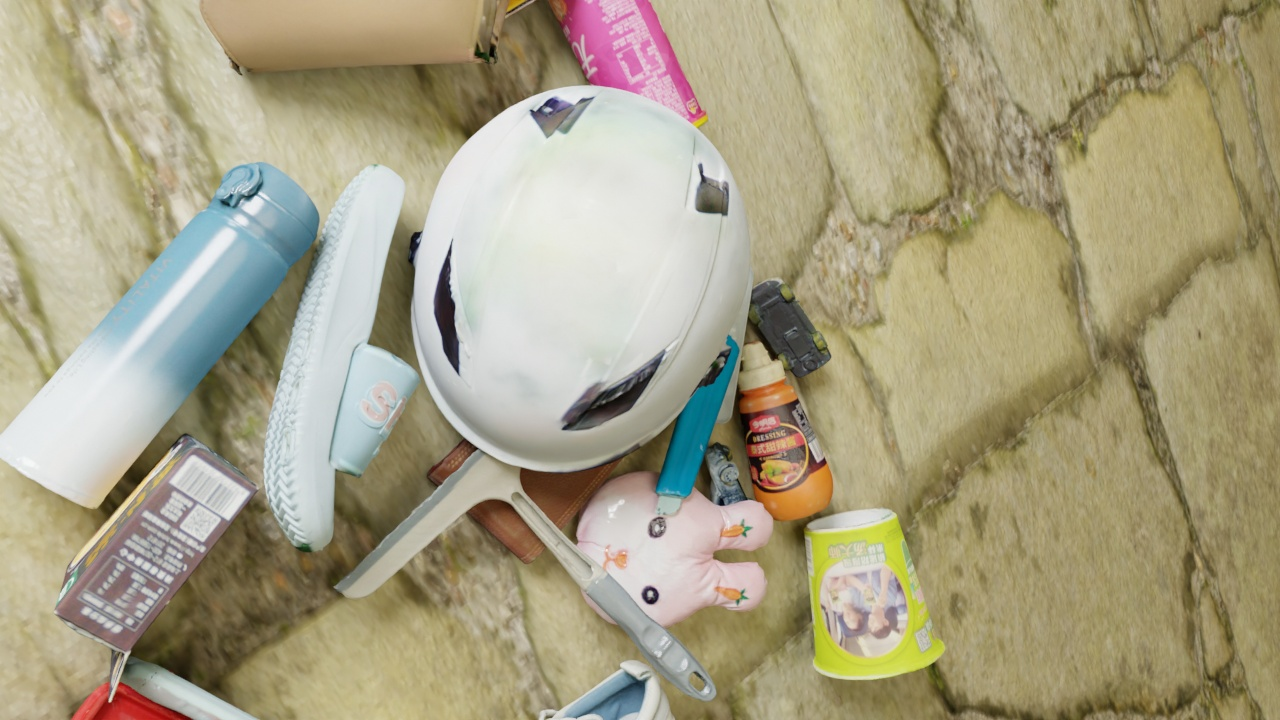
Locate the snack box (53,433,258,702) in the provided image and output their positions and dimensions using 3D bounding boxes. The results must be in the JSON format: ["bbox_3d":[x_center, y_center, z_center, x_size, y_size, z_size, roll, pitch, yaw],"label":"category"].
[{"bbox_3d":[-0.275,0.107,0.515,0.053,0.113,0.125,43,70,-22],"label":"snack box"}]

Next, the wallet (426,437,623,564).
[{"bbox_3d":[-0.080,0.072,0.674,0.101,0.032,0.124,49,68,-18],"label":"wallet"}]

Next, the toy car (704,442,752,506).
[{"bbox_3d":[0.074,0.110,0.754,0.034,0.043,0.090,-22,109,7],"label":"toy car"}]

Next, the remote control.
[{"bbox_3d":[0.057,-0.017,0.750,0.056,0.020,0.136,10,86,-16],"label":"remote control"}]

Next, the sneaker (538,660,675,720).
[{"bbox_3d":[-0.074,0.296,0.641,0.241,0.090,0.091,-26,118,-30],"label":"sneaker"}]

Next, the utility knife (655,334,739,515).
[{"bbox_3d":[0.042,0.046,0.703,0.034,0.018,0.159,26,66,-14],"label":"utility knife"}]

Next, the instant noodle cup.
[{"bbox_3d":[0.193,0.194,0.790,0.111,0.112,0.123,-10,88,-29],"label":"instant noodle cup"}]

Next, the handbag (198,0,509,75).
[{"bbox_3d":[-0.173,-0.253,0.552,0.204,0.099,0.148,-4,100,-5],"label":"handbag"}]

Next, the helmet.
[{"bbox_3d":[-0.034,-0.064,0.585,0.229,0.146,0.258,27,72,-1],"label":"helmet"}]

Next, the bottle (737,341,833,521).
[{"bbox_3d":[0.113,0.056,0.767,0.066,0.067,0.149,-18,92,-28],"label":"bottle"}]

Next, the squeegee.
[{"bbox_3d":[-0.034,0.151,0.647,0.246,0.039,0.246,47,70,-8],"label":"squeegee"}]

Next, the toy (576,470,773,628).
[{"bbox_3d":[0.028,0.146,0.707,0.159,0.054,0.121,4,91,-15],"label":"toy"}]

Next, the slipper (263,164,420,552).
[{"bbox_3d":[-0.180,-0.003,0.578,0.074,0.104,0.245,16,76,-30],"label":"slipper"}]

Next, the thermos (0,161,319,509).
[{"bbox_3d":[-0.276,-0.021,0.541,0.070,0.070,0.220,40,72,-24],"label":"thermos"}]

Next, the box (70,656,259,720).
[{"bbox_3d":[-0.234,0.253,0.542,0.201,0.102,0.095,42,42,-23],"label":"box"}]

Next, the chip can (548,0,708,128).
[{"bbox_3d":[-0.027,-0.257,0.675,0.071,0.071,0.210,-35,106,-25],"label":"chip can"}]

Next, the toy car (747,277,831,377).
[{"bbox_3d":[0.124,-0.030,0.780,0.042,0.035,0.090,-33,105,15],"label":"toy car"}]

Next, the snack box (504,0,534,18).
[{"bbox_3d":[-0.111,-0.306,0.618,0.140,0.087,0.033,61,25,-17],"label":"snack box"}]
